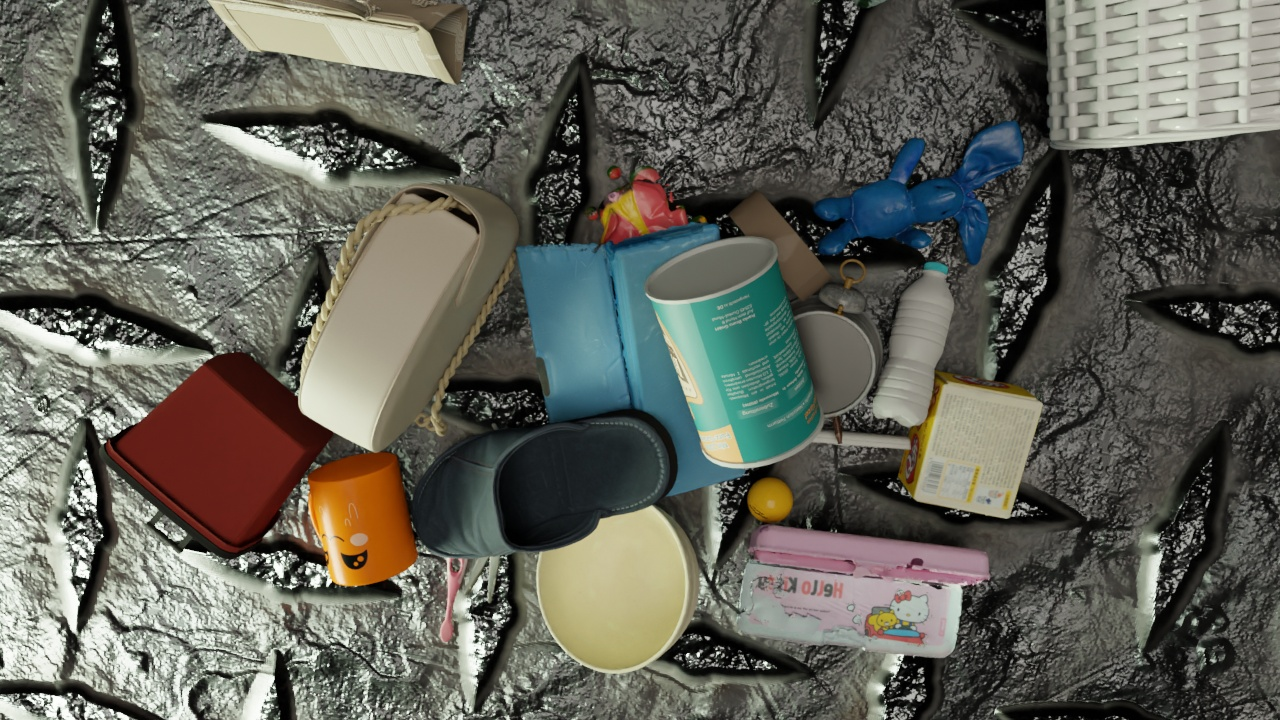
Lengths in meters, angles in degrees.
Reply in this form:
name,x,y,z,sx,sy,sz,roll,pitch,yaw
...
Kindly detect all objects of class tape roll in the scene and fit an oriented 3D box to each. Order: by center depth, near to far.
name,x,y,z,sx,sy,sz,roll,pitch,yaw
tape roll,0.112,-0.092,0.735,0.030,0.093,0.093,-40,97,10

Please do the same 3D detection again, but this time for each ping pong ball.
name,x,y,z,sx,sy,sz,roll,pitch,yaw
ping pong ball,0.114,0.123,0.810,0.040,0.040,0.040,1,103,3

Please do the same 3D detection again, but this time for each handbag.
name,x,y,z,sx,sy,sz,roll,pitch,yaw
handbag,-0.237,-0.253,0.666,0.175,0.197,0.062,10,103,1
handbag,-0.168,-0.032,0.705,0.103,0.210,0.209,29,100,-3

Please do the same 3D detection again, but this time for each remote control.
name,x,y,z,sx,sy,sz,roll,pitch,yaw
remote control,0.167,0.067,0.799,0.131,0.033,0.012,5,87,2

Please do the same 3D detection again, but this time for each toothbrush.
name,x,y,z,sx,sy,sz,roll,pitch,yaw
toothbrush,-0.174,0.200,0.859,0.021,0.016,0.135,9,100,1

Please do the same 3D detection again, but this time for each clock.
name,x,y,z,sx,sy,sz,roll,pitch,yaw
clock,0.155,-0.014,0.769,0.104,0.056,0.148,20,108,8

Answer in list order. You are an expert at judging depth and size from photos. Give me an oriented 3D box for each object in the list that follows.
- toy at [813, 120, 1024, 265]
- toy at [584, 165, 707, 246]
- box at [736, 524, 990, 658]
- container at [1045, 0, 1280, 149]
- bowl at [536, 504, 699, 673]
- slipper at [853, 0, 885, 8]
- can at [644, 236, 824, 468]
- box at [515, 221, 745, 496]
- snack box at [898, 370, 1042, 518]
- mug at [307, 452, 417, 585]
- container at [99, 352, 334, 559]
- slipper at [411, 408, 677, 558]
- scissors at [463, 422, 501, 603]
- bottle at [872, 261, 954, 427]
name,x,y,z,sx,sy,sz,roll,pitch,yaw
toy,0.220,-0.119,0.738,0.176,0.071,0.113,-15,104,-4
toy,0.006,-0.112,0.764,0.103,0.046,0.084,30,89,-8
box,0.191,0.208,0.807,0.201,0.111,0.101,7,77,1
container,0.380,-0.253,0.635,0.189,0.189,0.187,-7,103,5
bowl,-0.009,0.190,0.803,0.151,0.075,0.150,-5,80,28
slipper,0.210,-0.373,0.666,0.074,0.104,0.245,26,97,-1
can,0.073,-0.006,0.692,0.099,0.099,0.144,-17,116,7
box,-0.005,0.009,0.764,0.175,0.060,0.232,-7,115,6
snack box,0.276,0.068,0.777,0.083,0.061,0.106,11,103,1
mug,-0.260,0.139,0.826,0.113,0.077,0.096,0,105,35
container,-0.383,0.105,0.799,0.148,0.127,0.201,43,95,-6
slipper,-0.102,0.110,0.766,0.266,0.083,0.109,-17,91,26
scissors,-0.137,0.142,0.844,0.153,0.014,0.131,-41,98,8
bottle,0.229,-0.015,0.759,0.044,0.044,0.136,16,83,0
